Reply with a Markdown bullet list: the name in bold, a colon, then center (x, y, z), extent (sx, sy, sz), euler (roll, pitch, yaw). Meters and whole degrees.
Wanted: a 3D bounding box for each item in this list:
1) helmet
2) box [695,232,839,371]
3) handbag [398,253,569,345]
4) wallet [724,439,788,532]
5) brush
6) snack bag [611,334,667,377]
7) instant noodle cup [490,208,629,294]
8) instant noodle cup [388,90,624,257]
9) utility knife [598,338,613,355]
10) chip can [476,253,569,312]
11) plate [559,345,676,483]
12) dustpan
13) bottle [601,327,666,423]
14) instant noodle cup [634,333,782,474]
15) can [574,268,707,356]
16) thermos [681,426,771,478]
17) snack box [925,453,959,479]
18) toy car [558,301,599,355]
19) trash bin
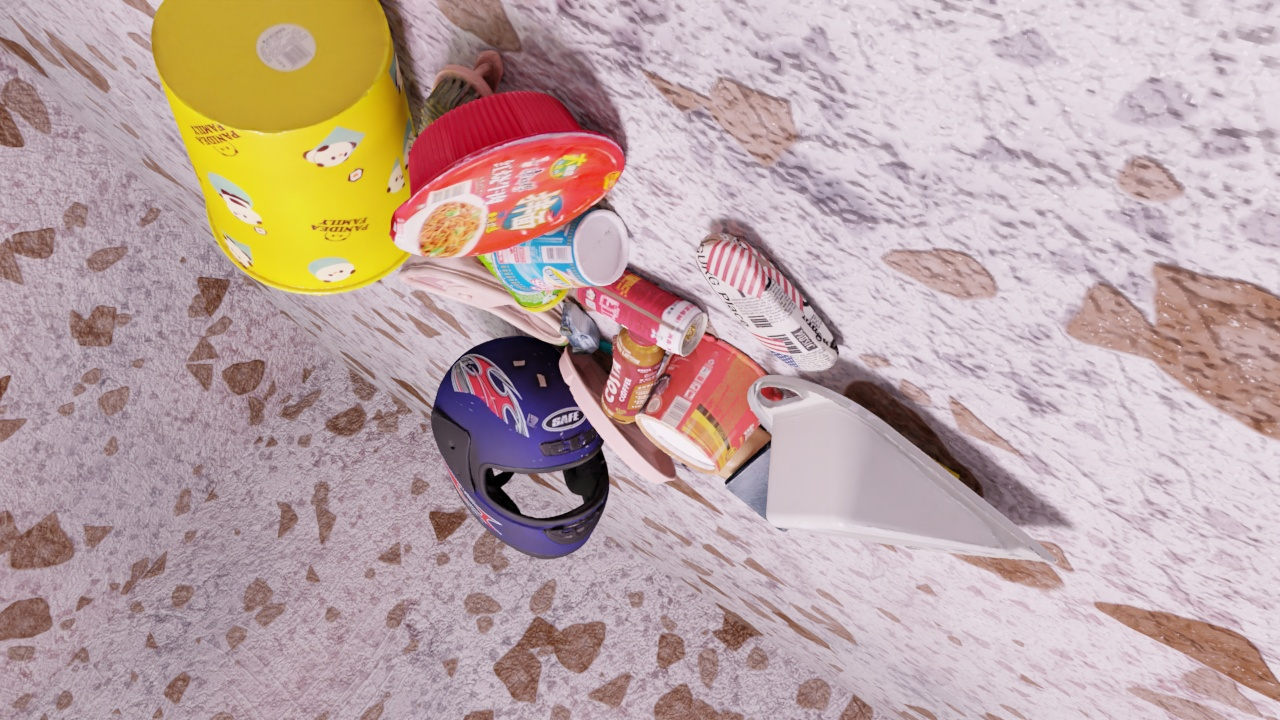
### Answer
- **helmet**: center (-0.163, 0.105, 1.340), extent (0.315, 0.246, 0.241), euler (49, 140, 29)
- **box**: center (0.109, -0.049, 0.772), extent (0.164, 0.051, 0.068), euler (47, 171, -29)
- **handbag**: center (-0.184, -0.091, 1.182), extent (0.234, 0.093, 0.194), euler (34, 166, -27)
- **wallet**: center (0.170, 0.136, 1.054), extent (0.097, 0.121, 0.019), euler (39, -154, -10)
- **brush**: center (-0.152, -0.210, 0.781), extent (0.063, 0.073, 0.146), euler (38, 159, -8)
- **snack bag**: center (0.011, 0.000, 1.111), extent (0.104, 0.026, 0.048), euler (32, 157, 15)
- **instant noodle cup**: center (-0.073, -0.109, 0.878), extent (0.110, 0.099, 0.099), euler (9, 150, 44)
- **instant noodle cup**: center (-0.113, -0.152, 0.734), extent (0.194, 0.193, 0.066), euler (122, 127, -74)
- **utility knife**: center (-0.004, 0.001, 1.169), extent (0.218, 0.013, 0.029), euler (23, 159, 35)
- **chip can**: center (-0.148, -0.134, 0.953), extent (0.073, 0.072, 0.221), euler (26, 165, 32)
- **plate**: center (-0.033, 0.075, 1.230), extent (0.229, 0.028, 0.229), euler (50, -173, -8)
- **dustpan**: center (0.227, 0.105, 0.892), extent (0.257, 0.142, 0.223), euler (10, 169, -14)
- **bottle**: center (-0.006, 0.006, 1.056), extent (0.057, 0.057, 0.175), euler (32, 146, 11)
- **instant noodle cup**: center (0.066, 0.049, 0.997), extent (0.138, 0.108, 0.138), euler (33, 163, 11)
- **can**: center (0.000, -0.055, 0.935), extent (0.133, 0.053, 0.053), euler (29, 163, 22)
- **thermos**: center (0.116, 0.106, 1.106), extent (0.143, 0.093, 0.093), euler (24, 162, 8)
- **snack box**: center (0.261, 0.121, 0.941), extent (0.087, 0.033, 0.140), euler (33, 165, 11)
- **toy car**: center (-0.077, -0.039, 1.157), extent (0.034, 0.042, 0.090), euler (0, 154, 17)
- **trash bin**: center (-0.314, -0.217, 0.849), extent (0.229, 0.229, 0.256), euler (35, 158, 4)
